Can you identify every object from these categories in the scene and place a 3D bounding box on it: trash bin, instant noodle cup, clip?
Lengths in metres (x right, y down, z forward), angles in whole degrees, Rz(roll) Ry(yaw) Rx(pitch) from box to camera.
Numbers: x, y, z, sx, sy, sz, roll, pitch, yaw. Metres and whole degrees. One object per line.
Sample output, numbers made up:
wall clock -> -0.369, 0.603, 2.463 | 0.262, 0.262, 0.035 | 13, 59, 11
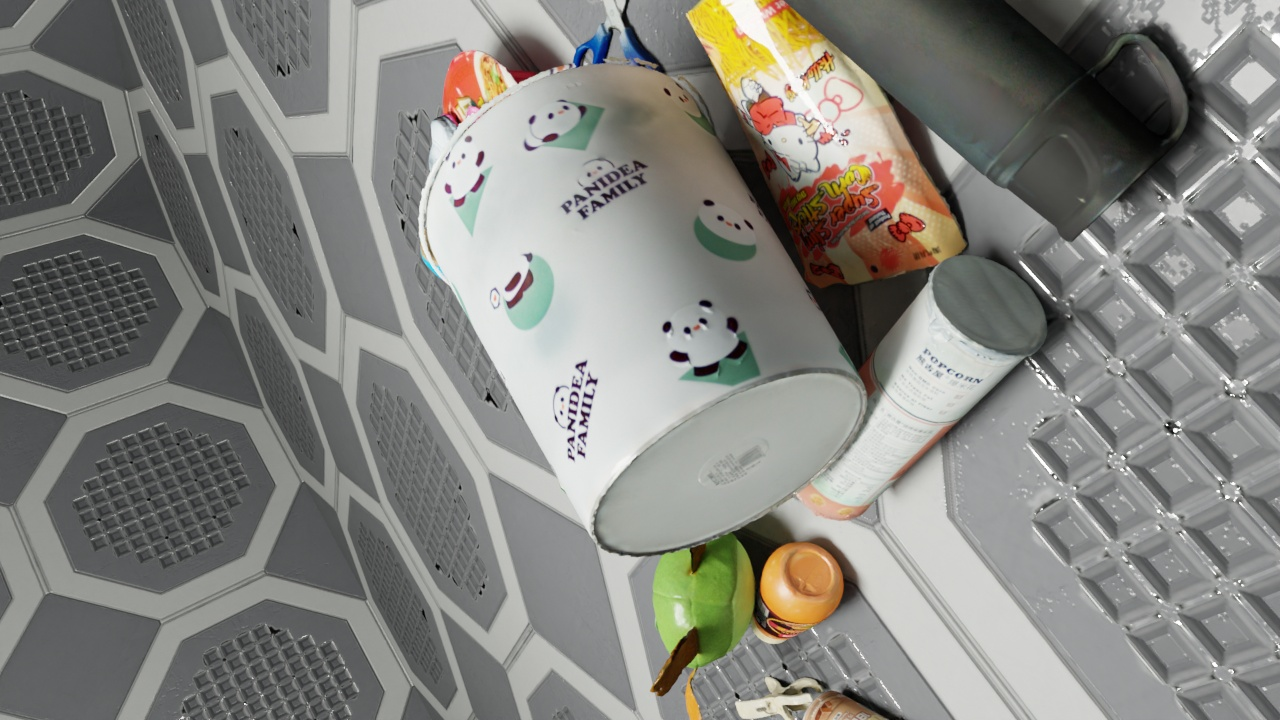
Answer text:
trash bin -> 0.002, -0.027, 0.601 | 0.251, 0.229, 0.230 | 62, 152, 31
instant noodle cup -> -0.113, -0.199, 0.866 | 0.194, 0.065, 0.194 | 38, 140, 40
clip -> 0.139, 0.324, 0.872 | 0.100, 0.070, 0.034 | -25, 91, 53

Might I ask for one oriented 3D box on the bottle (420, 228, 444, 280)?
bottle -> -0.152, -0.070, 0.948 | 0.065, 0.065, 0.219 | 47, 174, 29

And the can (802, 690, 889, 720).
can -> 0.194, 0.327, 0.769 | 0.116, 0.058, 0.058 | 13, 121, 54

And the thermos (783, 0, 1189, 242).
thermos -> 0.153, -0.171, 0.457 | 0.242, 0.068, 0.090 | 45, 109, 12

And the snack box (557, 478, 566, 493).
snack box -> -0.040, 0.086, 0.910 | 0.106, 0.117, 0.118 | -3, 105, 63

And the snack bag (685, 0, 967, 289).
snack bag -> 0.109, -0.144, 0.577 | 0.129, 0.073, 0.208 | -14, 106, 59

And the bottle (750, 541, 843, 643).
bottle -> 0.126, 0.210, 0.794 | 0.066, 0.066, 0.150 | 51, 154, 23

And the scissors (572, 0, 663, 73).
scissors -> -0.019, -0.261, 0.730 | 0.162, 0.012, 0.176 | 59, 148, 12

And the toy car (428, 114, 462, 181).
toy car -> -0.176, -0.183, 0.850 | 0.043, 0.034, 0.091 | 49, 153, 31

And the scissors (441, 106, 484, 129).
scissors -> -0.159, -0.187, 0.868 | 0.134, 0.017, 0.134 | 42, 146, 30

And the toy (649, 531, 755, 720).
toy -> 0.054, 0.206, 0.804 | 0.247, 0.090, 0.226 | 62, -143, -77

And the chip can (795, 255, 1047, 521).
chip can -> 0.166, 0.029, 0.589 | 0.071, 0.071, 0.215 | 53, 147, 21
